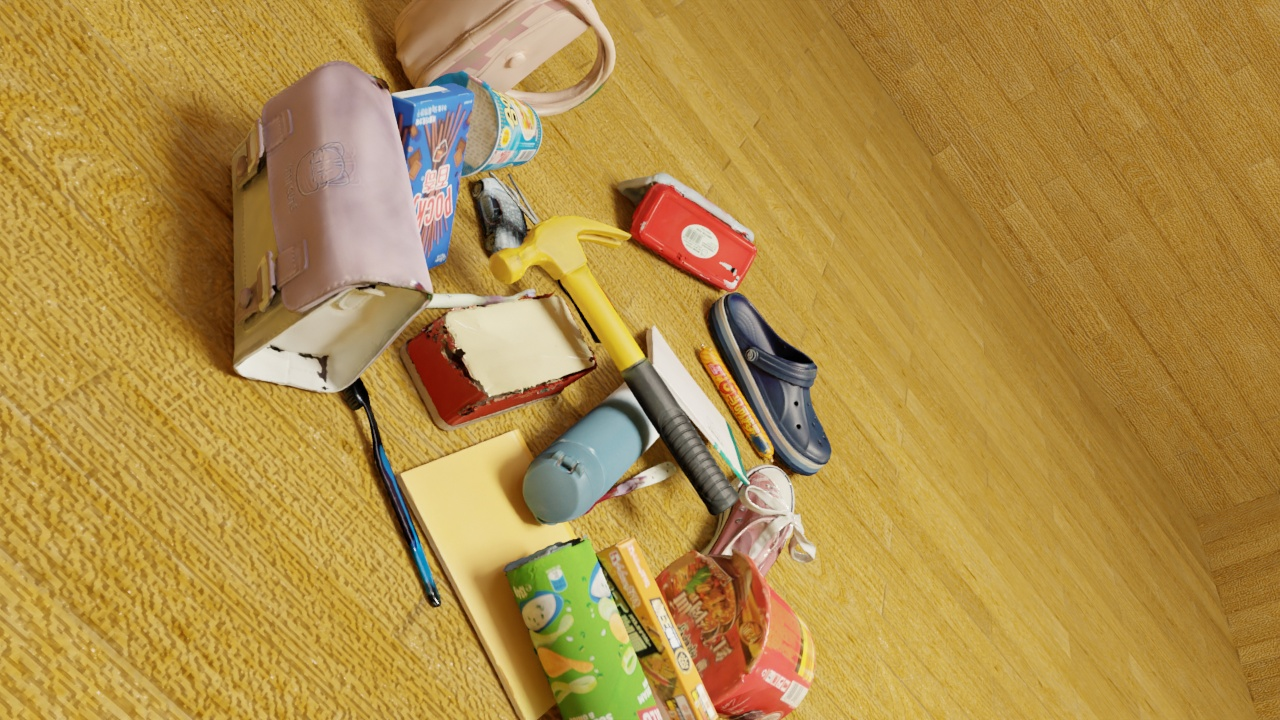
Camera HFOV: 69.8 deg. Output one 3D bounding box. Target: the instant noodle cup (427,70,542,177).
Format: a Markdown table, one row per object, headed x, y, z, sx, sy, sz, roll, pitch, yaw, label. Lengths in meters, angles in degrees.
| x | y | z | sx | sy | sz | roll | pitch | yaw | label |
| --- | --- | --- | --- | --- | --- | --- | --- | --- | --- |
| -0.154 | -0.232 | 0.922 | 0.099 | 0.099 | 0.109 | 60 | 25 | 5 | instant noodle cup |

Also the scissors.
| x | y | z | sx | sy | sz | roll | pitch | yaw | label |
| --- | --- | --- | --- | --- | --- | --- | --- | --- | --- |
| -0.078 | -0.095 | 0.901 | 0.233 | 0.022 | 0.220 | 48 | 9 | -47 | scissors |

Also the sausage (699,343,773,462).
| x | y | z | sx | sy | sz | roll | pitch | yaw | label |
| --- | --- | --- | --- | --- | --- | --- | --- | --- | --- |
| 0.116 | 0.051 | 1.099 | 0.165 | 0.022 | 0.021 | 58 | 32 | 2 | sausage |

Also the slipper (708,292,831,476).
| x | y | z | sx | sy | sz | roll | pitch | yaw | label |
| --- | --- | --- | --- | --- | --- | --- | --- | --- | --- |
| 0.177 | 0.018 | 1.146 | 0.105 | 0.095 | 0.252 | -7 | 65 | -53 | slipper |

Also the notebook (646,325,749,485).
| x | y | z | sx | sy | sz | roll | pitch | yaw | label |
| --- | --- | --- | --- | --- | --- | --- | --- | --- | --- |
| 0.056 | 0.041 | 0.956 | 0.150 | 0.012 | 0.209 | 51 | 7 | -9 | notebook |

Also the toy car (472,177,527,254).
| x | y | z | sx | sy | sz | roll | pitch | yaw | label |
| --- | --- | --- | --- | --- | --- | --- | --- | --- | --- |
| -0.136 | -0.142 | 0.919 | 0.049 | 0.031 | 0.105 | 15 | 49 | -49 | toy car |

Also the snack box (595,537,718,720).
| x | y | z | sx | sy | sz | roll | pitch | yaw | label |
| --- | --- | --- | --- | --- | --- | --- | --- | --- | --- |
| -0.006 | 0.222 | 0.717 | 0.026 | 0.075 | 0.153 | -13 | 75 | -57 | snack box |

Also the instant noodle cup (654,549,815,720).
| x | y | z | sx | sy | sz | roll | pitch | yaw | label |
| --- | --- | --- | --- | --- | --- | --- | --- | --- | --- |
| 0.077 | 0.245 | 0.784 | 0.108 | 0.138 | 0.137 | 41 | 35 | -38 | instant noodle cup |

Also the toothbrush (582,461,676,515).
| x | y | z | sx | sy | sz | roll | pitch | yaw | label |
| --- | --- | --- | --- | --- | --- | --- | --- | --- | --- |
| -0.014 | 0.122 | 0.870 | 0.187 | 0.017 | 0.016 | -13 | 70 | -59 | toothbrush |

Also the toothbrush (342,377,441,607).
| x | y | z | sx | sy | sz | roll | pitch | yaw | label |
| --- | --- | --- | --- | --- | --- | --- | --- | --- | --- |
| -0.184 | 0.092 | 0.672 | 0.014 | 0.016 | 0.189 | -4 | 68 | -64 | toothbrush |

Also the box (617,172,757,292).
| x | y | z | sx | sy | sz | roll | pitch | yaw | label |
| --- | --- | --- | --- | --- | --- | --- | --- | --- | --- |
| 0.055 | -0.171 | 1.181 | 0.201 | 0.095 | 0.100 | 24 | 7 | -42 | box |

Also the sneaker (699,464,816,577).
| x | y | z | sx | sy | sz | roll | pitch | yaw | label |
| --- | --- | --- | --- | --- | --- | --- | --- | --- | --- |
| 0.126 | 0.174 | 0.942 | 0.118 | 0.088 | 0.240 | 54 | 33 | -4 | sneaker |

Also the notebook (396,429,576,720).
| x | y | z | sx | sy | sz | roll | pitch | yaw | label |
| --- | --- | --- | --- | --- | --- | --- | --- | --- | --- |
| -0.095 | 0.161 | 0.730 | 0.145 | 0.010 | 0.206 | -20 | 79 | -58 | notebook |

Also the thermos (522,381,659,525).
| x | y | z | sx | sy | sz | roll | pitch | yaw | label |
| --- | --- | --- | --- | --- | --- | --- | --- | --- | --- |
| -0.034 | 0.076 | 0.823 | 0.070 | 0.070 | 0.219 | 56 | 28 | -2 | thermos |

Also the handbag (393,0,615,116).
| x | y | z | sx | sy | sz | roll | pitch | yaw | label |
| --- | --- | --- | --- | --- | --- | --- | --- | --- | --- |
| -0.121 | -0.328 | 0.969 | 0.234 | 0.194 | 0.093 | 13 | 54 | -61 | handbag |

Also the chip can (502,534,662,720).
| x | y | z | sx | sy | sz | roll | pitch | yaw | label |
| --- | --- | --- | --- | --- | --- | --- | --- | --- | --- |
| -0.027 | 0.248 | 0.673 | 0.072 | 0.072 | 0.236 | -12 | 77 | -56 | chip can |

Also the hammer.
| x | y | z | sx | sy | sz | roll | pitch | yaw | label |
| --- | --- | --- | --- | --- | --- | --- | --- | --- | --- |
| -0.005 | 0.005 | 0.808 | 0.128 | 0.033 | 0.301 | -36 | 96 | -34 | hammer |

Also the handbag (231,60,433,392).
| x | y | z | sx | sy | sz | roll | pitch | yaw | label |
| --- | --- | --- | --- | --- | --- | --- | --- | --- | --- |
| -0.226 | -0.096 | 0.651 | 0.098 | 0.145 | 0.196 | 19 | 47 | -48 | handbag |

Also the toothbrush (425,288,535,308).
| x | y | z | sx | sy | sz | roll | pitch | yaw | label |
| --- | --- | --- | --- | --- | --- | --- | --- | --- | --- |
| -0.162 | -0.053 | 0.818 | 0.020 | 0.029 | 0.189 | 25 | 17 | 33 | toothbrush |

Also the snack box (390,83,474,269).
| x | y | z | sx | sy | sz | roll | pitch | yaw | label |
| --- | --- | --- | --- | --- | --- | --- | --- | --- | --- |
| -0.181 | -0.144 | 0.755 | 0.026 | 0.157 | 0.084 | 24 | 29 | 14 | snack box |

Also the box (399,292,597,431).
| x | y | z | sx | sy | sz | roll | pitch | yaw | label |
| --- | --- | --- | --- | --- | --- | --- | --- | --- | --- |
| -0.112 | -0.008 | 0.791 | 0.168 | 0.078 | 0.091 | -18 | 77 | -58 | box |
